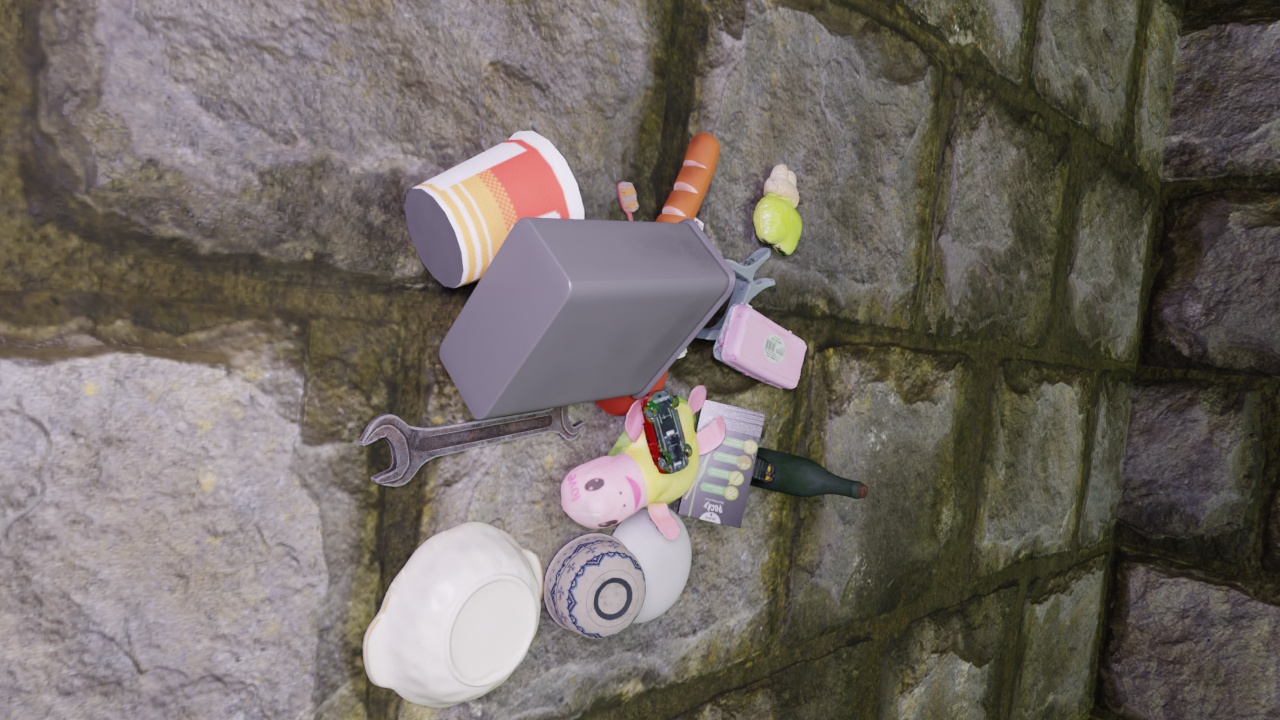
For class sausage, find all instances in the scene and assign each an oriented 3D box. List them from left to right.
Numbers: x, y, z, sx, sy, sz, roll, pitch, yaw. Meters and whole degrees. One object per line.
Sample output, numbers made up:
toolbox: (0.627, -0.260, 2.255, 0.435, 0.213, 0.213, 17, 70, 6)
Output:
sausage: (0.053, -0.195, 1.082, 0.044, 0.039, 0.164, 41, 67, -46)

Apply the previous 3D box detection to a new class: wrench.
wrench: (-0.158, 0.073, 0.925, 0.272, 0.010, 0.070, -8, 102, -46)

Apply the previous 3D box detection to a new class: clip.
clip: (0.111, -0.117, 1.165, 0.171, 0.029, 0.143, -43, 127, -35)

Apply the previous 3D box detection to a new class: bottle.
bottle: (0.222, 0.157, 1.221, 0.055, 0.174, 0.055, -10, 103, -46)

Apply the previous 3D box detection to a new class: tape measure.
tape measure: (0.137, 0.142, 1.207, 0.062, 0.067, 0.038, 26, 78, -46)

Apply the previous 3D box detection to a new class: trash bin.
trash bin: (-0.048, -0.042, 0.873, 0.219, 0.097, 0.192, -7, 145, -47)

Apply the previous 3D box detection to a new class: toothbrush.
toothbrush: (0.003, -0.118, 1.061, 0.015, 0.016, 0.184, -32, 121, -32)

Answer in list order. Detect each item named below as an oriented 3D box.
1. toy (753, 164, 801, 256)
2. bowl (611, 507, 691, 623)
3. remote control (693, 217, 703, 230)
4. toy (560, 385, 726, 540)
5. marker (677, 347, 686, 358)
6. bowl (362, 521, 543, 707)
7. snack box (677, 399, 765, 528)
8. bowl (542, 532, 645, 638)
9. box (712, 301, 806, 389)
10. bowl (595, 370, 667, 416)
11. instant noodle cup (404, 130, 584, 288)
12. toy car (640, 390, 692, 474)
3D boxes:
toy: (0.186, -0.201, 1.218, 0.092, 0.046, 0.115, 19, 76, -48)
bowl: (0.019, 0.252, 1.118, 0.149, 0.043, 0.149, -10, 104, -45)
remote control: (0.056, -0.114, 1.105, 0.028, 0.012, 0.124, 26, 67, -47)
toy: (0.012, 0.116, 1.056, 0.237, 0.088, 0.190, -37, 127, -33)
marker: (0.033, -0.064, 1.098, 0.020, 0.017, 0.134, -25, 115, -21)
bowl: (-0.164, 0.261, 0.915, 0.218, 0.060, 0.188, -18, 110, -44)
snack box: (0.102, 0.130, 1.162, 0.025, 0.080, 0.147, 88, 14, -86)
bowl: (-0.044, 0.255, 1.017, 0.115, 0.059, 0.115, -3, 97, -29)
box: (0.158, -0.018, 1.204, 0.202, 0.044, 0.086, 22, 83, -55)
bowl: (-0.006, 0.006, 1.056, 0.121, 0.035, 0.122, -10, 104, -45)
instant noodle cup: (-0.138, -0.132, 0.840, 0.120, 0.123, 0.123, -29, 117, -32)
toy car: (0.025, 0.077, 0.989, 0.042, 0.036, 0.091, -18, 98, -41)
